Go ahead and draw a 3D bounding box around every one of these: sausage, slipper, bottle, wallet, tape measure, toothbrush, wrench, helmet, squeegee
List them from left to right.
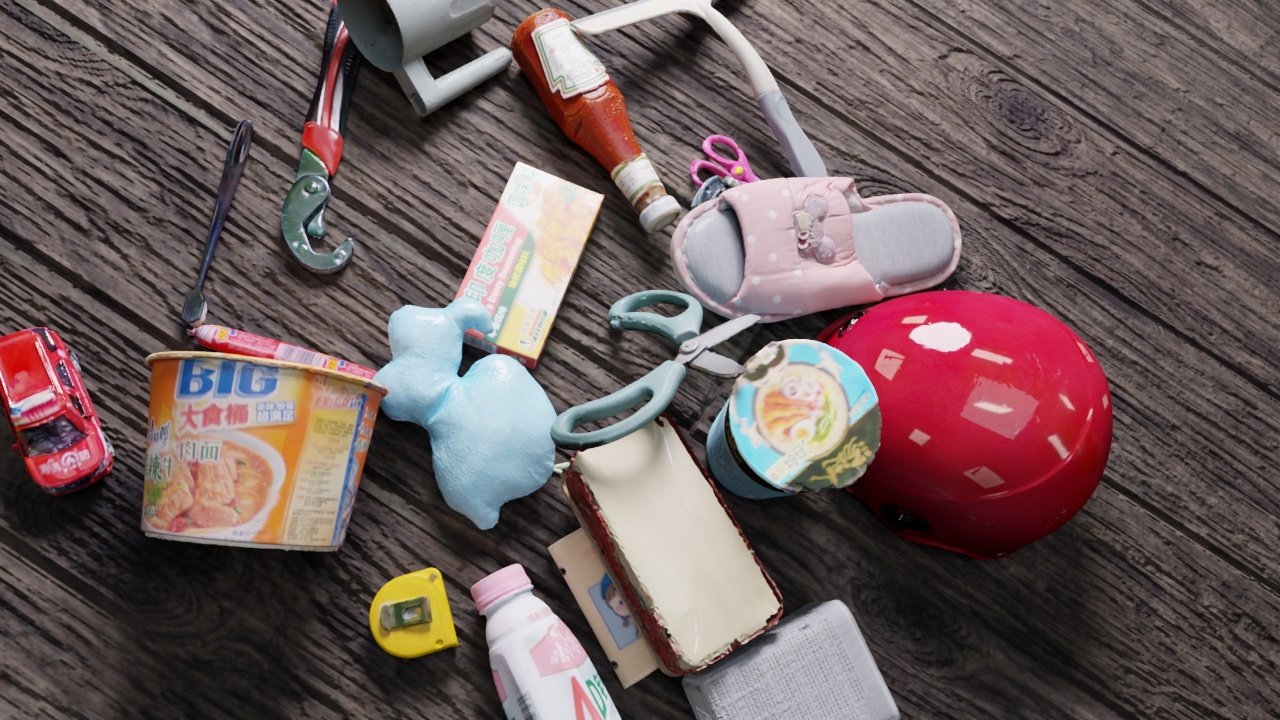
[{"bbox_3d":[-0.322,-0.109,0.705,0.015,0.018,0.180,5,69,-2],"label":"toothbrush"},{"bbox_3d":[-0.257,-0.001,0.679,0.156,0.020,0.020,17,70,-5],"label":"sausage"},{"bbox_3d":[-0.249,-0.198,0.746,0.056,0.016,0.273,5,72,-13],"label":"wrench"},{"bbox_3d":[-0.158,0.177,0.635,0.057,0.029,0.060,-14,75,-14],"label":"tape measure"},{"bbox_3d":[-0.055,0.234,0.620,0.068,0.068,0.197,-25,74,-18],"label":"bottle"},{"bbox_3d":[-0.034,-0.198,0.766,0.059,0.060,0.206,-30,80,-19],"label":"bottle"},{"bbox_3d":[-0.003,0.166,0.673,0.087,0.024,0.115,-28,77,-13],"label":"wallet"},{"bbox_3d":[0.102,-0.236,0.801,0.245,0.039,0.246,-32,88,-33],"label":"squeegee"},{"bbox_3d":[0.156,-0.094,0.753,0.274,0.054,0.114,-6,87,-20],"label":"slipper"},{"bbox_3d":[0.251,0.034,0.704,0.240,0.144,0.206,20,72,-3],"label":"helmet"}]

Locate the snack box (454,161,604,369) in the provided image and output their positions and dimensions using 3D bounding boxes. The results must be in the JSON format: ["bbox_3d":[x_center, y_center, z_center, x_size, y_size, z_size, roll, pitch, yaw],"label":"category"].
[{"bbox_3d":[-0.091,-0.077,0.732,0.077,0.027,0.155,21,69,-2],"label":"snack box"}]

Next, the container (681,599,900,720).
[{"bbox_3d":[0.098,0.233,0.637,0.114,0.090,0.090,-21,77,-14],"label":"container"}]

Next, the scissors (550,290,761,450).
[{"bbox_3d":[-0.004,0.002,0.670,0.169,0.174,0.019,-34,123,-15],"label":"scissors"}]

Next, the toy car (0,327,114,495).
[{"bbox_3d":[-0.406,0.033,0.626,0.052,0.045,0.120,-27,81,-17],"label":"toy car"}]

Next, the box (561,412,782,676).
[{"bbox_3d":[0.019,0.125,0.635,0.091,0.080,0.168,-26,74,-19],"label":"box"}]

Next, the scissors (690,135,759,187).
[{"bbox_3d":[0.105,-0.144,0.800,0.135,0.017,0.063,35,66,-2],"label":"scissors"}]

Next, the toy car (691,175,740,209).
[{"bbox_3d":[0.084,-0.117,0.776,0.090,0.034,0.042,35,70,-13],"label":"toy car"}]

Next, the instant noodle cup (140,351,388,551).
[{"bbox_3d":[-0.248,0.063,0.598,0.151,0.151,0.111,7,79,-9],"label":"instant noodle cup"}]

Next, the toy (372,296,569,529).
[{"bbox_3d":[-0.122,0.038,0.673,0.156,0.050,0.161,15,82,-3],"label":"toy"}]

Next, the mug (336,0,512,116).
[{"bbox_3d":[-0.172,-0.279,0.755,0.103,0.084,0.124,-41,111,-31],"label":"mug"}]

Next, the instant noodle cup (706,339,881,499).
[{"bbox_3d":[0.101,0.053,0.678,0.111,0.121,0.111,3,73,-11],"label":"instant noodle cup"}]
